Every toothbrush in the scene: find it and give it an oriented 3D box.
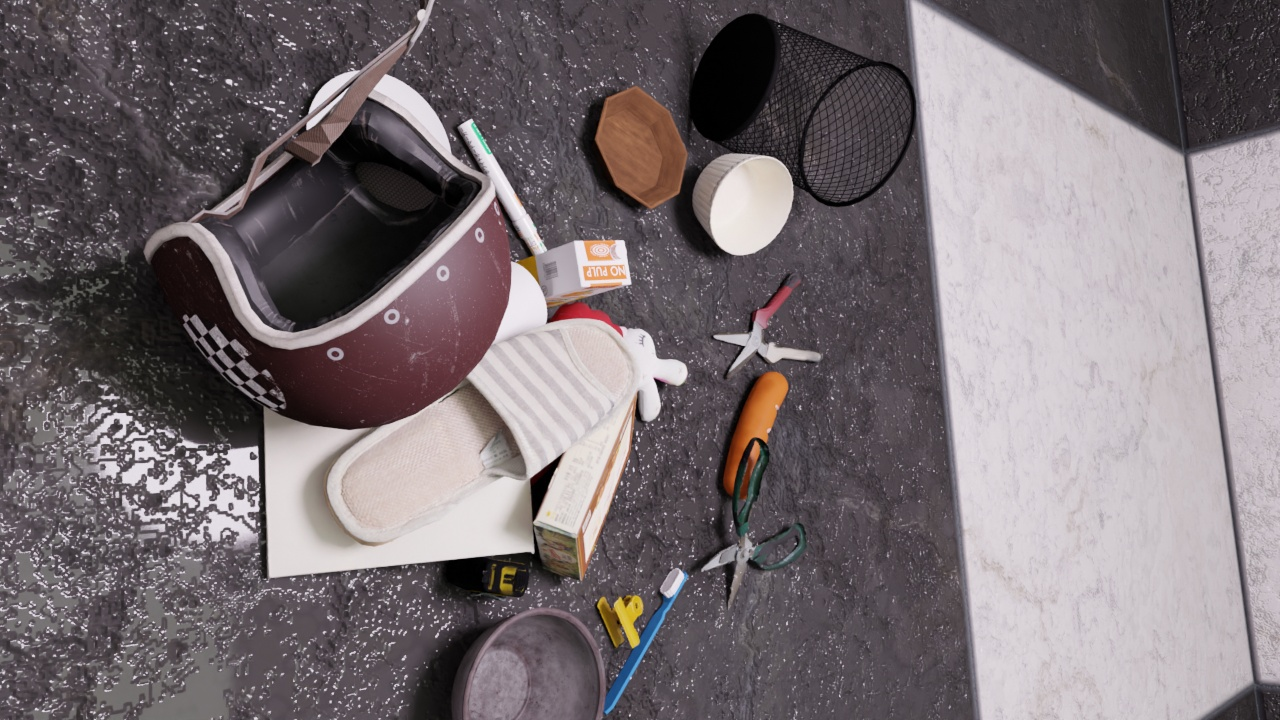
[{"bbox_3d":[0.003,0.277,0.919,0.014,0.016,0.166,52,53,-23],"label":"toothbrush"}]

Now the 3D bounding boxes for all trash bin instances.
[{"bbox_3d":[0.184,-0.300,1.087,0.209,0.184,0.184,12,75,-35],"label":"trash bin"}]

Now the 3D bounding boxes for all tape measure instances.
[{"bbox_3d":[-0.127,0.187,0.783,0.061,0.062,0.034,19,73,-40],"label":"tape measure"}]

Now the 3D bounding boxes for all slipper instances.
[{"bbox_3d":[-0.120,0.050,0.727,0.272,0.054,0.114,-29,76,-20],"label":"slipper"}]

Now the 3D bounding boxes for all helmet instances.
[{"bbox_3d":[-0.207,-0.083,0.638,0.253,0.235,0.232,50,47,-19],"label":"helmet"}]

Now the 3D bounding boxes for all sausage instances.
[{"bbox_3d":[0.132,0.082,1.056,0.044,0.039,0.164,39,59,-28],"label":"sausage"}]

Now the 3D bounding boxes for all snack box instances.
[{"bbox_3d":[-0.047,0.109,0.824,0.041,0.147,0.142,18,64,6],"label":"snack box"}]

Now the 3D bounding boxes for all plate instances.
[{"bbox_3d":[-0.224,-0.182,0.792,0.134,0.011,0.134,9,77,-42],"label":"plate"},{"bbox_3d":[-0.005,-0.227,0.993,0.131,0.025,0.131,9,77,-42],"label":"plate"}]

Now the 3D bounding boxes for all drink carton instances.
[{"bbox_3d":[-0.069,-0.078,0.841,0.058,0.123,0.040,-8,88,-43],"label":"drink carton"}]

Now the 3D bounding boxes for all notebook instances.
[{"bbox_3d":[-0.189,0.087,0.736,0.208,0.012,0.153,-1,83,-25],"label":"notebook"}]

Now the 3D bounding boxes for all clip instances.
[{"bbox_3d":[-0.018,0.252,0.904,0.046,0.048,0.054,-24,101,0],"label":"clip"}]

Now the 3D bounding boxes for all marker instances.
[{"bbox_3d":[-0.129,-0.160,0.872,0.017,0.017,0.145,-44,112,-38],"label":"marker"}]

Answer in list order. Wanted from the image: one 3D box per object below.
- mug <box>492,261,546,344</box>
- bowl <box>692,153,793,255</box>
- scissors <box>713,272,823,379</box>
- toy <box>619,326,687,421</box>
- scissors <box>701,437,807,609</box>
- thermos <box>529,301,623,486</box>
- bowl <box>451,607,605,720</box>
[{"bbox_3d":[-0.138,-0.021,0.811,0.090,0.074,0.111,-33,131,-41],"label":"mug"},{"bbox_3d":[0.110,-0.185,1.045,0.115,0.062,0.115,-17,126,-26],"label":"bowl"},{"bbox_3d":[0.166,-0.031,1.125,0.179,0.015,0.198,40,59,-30],"label":"scissors"},{"bbox_3d":[-0.006,0.005,0.945,0.122,0.038,0.079,39,66,-29],"label":"toy"},{"bbox_3d":[0.136,0.175,1.027,0.201,0.015,0.205,-9,110,-47],"label":"scissors"},{"bbox_3d":[-0.097,0.057,0.827,0.073,0.073,0.239,44,62,-29],"label":"thermos"},{"bbox_3d":[-0.105,0.284,0.782,0.144,0.067,0.145,9,77,-42],"label":"bowl"}]
